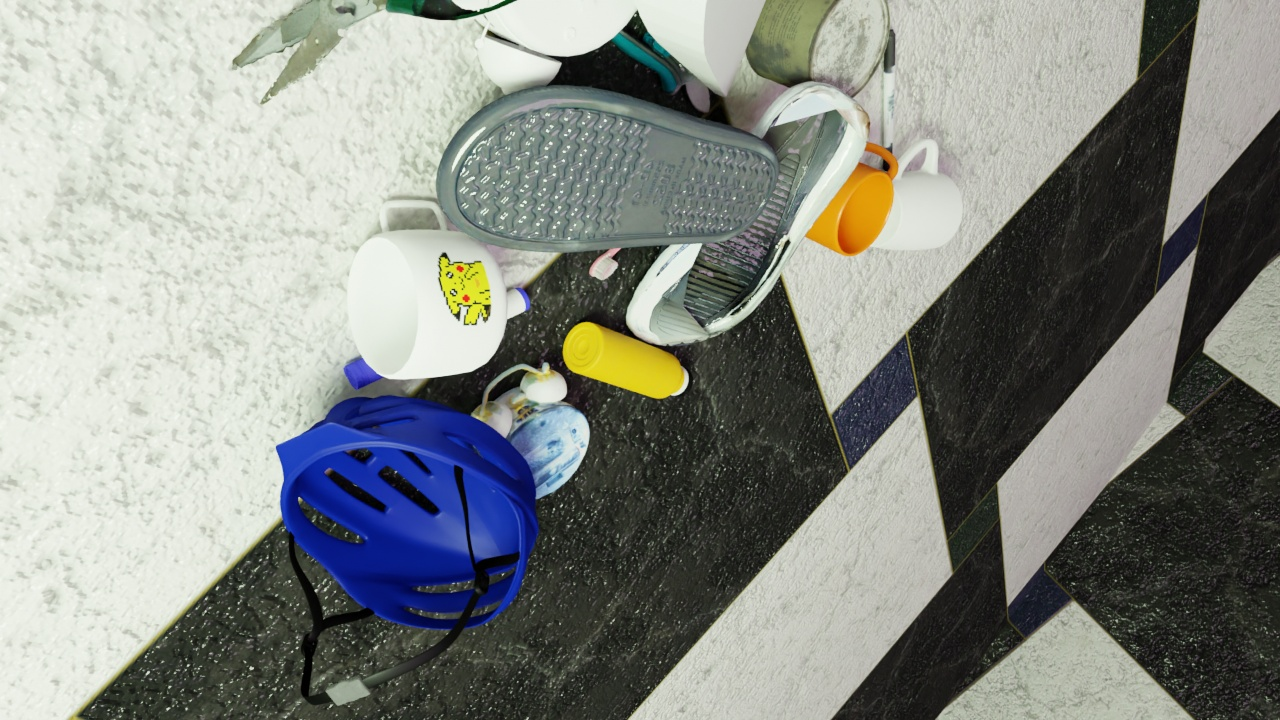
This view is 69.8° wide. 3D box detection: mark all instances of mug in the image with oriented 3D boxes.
[{"bbox_3d":[-0.138,-0.047,0.588,0.068,0.094,0.115,-8,85,-45],"label":"mug"},{"bbox_3d":[0.269,-0.167,0.927,0.087,0.081,0.114,-9,116,-35],"label":"mug"},{"bbox_3d":[0.174,-0.158,0.818,0.112,0.096,0.078,-44,141,-13],"label":"mug"}]

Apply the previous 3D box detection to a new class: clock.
[{"bbox_3d":[-0.091,0.055,0.736,0.088,0.052,0.125,-34,138,-23],"label":"clock"},{"bbox_3d":[-0.048,-0.244,0.541,0.161,0.073,0.125,-51,142,-5],"label":"clock"}]

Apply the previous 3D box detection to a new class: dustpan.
[{"bbox_3d":[0.056,-0.289,0.577,0.257,0.053,0.191,-32,146,-78],"label":"dustpan"}]

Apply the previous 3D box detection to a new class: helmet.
[{"bbox_3d":[-0.147,0.135,0.606,0.148,0.227,0.241,-22,134,12],"label":"helmet"}]

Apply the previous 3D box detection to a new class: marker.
[{"bbox_3d":[-0.142,-0.018,0.655,0.141,0.020,0.020,-29,135,-31],"label":"marker"},{"bbox_3d":[0.241,-0.249,0.890,0.011,0.011,0.152,-37,139,-21],"label":"marker"}]

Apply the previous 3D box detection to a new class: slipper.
[{"bbox_3d":[0.082,-0.117,0.765,0.111,0.063,0.265,17,126,-29],"label":"slipper"},{"bbox_3d":[-0.020,-0.139,0.631,0.267,0.083,0.111,-3,129,-38],"label":"slipper"}]

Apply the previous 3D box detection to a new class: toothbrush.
[{"bbox_3d":[0.008,-0.116,0.741,0.135,0.016,0.021,-48,143,-8],"label":"toothbrush"}]

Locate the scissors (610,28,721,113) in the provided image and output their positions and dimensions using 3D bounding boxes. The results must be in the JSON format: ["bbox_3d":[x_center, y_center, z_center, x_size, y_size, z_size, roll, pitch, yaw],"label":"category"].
[{"bbox_3d":[0.018,-0.231,0.666,0.154,0.019,0.126,-23,134,-36],"label":"scissors"}]

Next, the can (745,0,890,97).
[{"bbox_3d":[0.139,-0.258,0.726,0.089,0.074,0.090,-26,135,-30],"label":"can"}]

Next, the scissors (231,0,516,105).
[{"bbox_3d":[-0.142,-0.221,0.481,0.210,0.137,0.015,-25,176,4],"label":"scissors"}]

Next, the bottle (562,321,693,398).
[{"bbox_3d":[-0.005,0.005,0.796,0.143,0.043,0.043,20,102,-51],"label":"bottle"}]
